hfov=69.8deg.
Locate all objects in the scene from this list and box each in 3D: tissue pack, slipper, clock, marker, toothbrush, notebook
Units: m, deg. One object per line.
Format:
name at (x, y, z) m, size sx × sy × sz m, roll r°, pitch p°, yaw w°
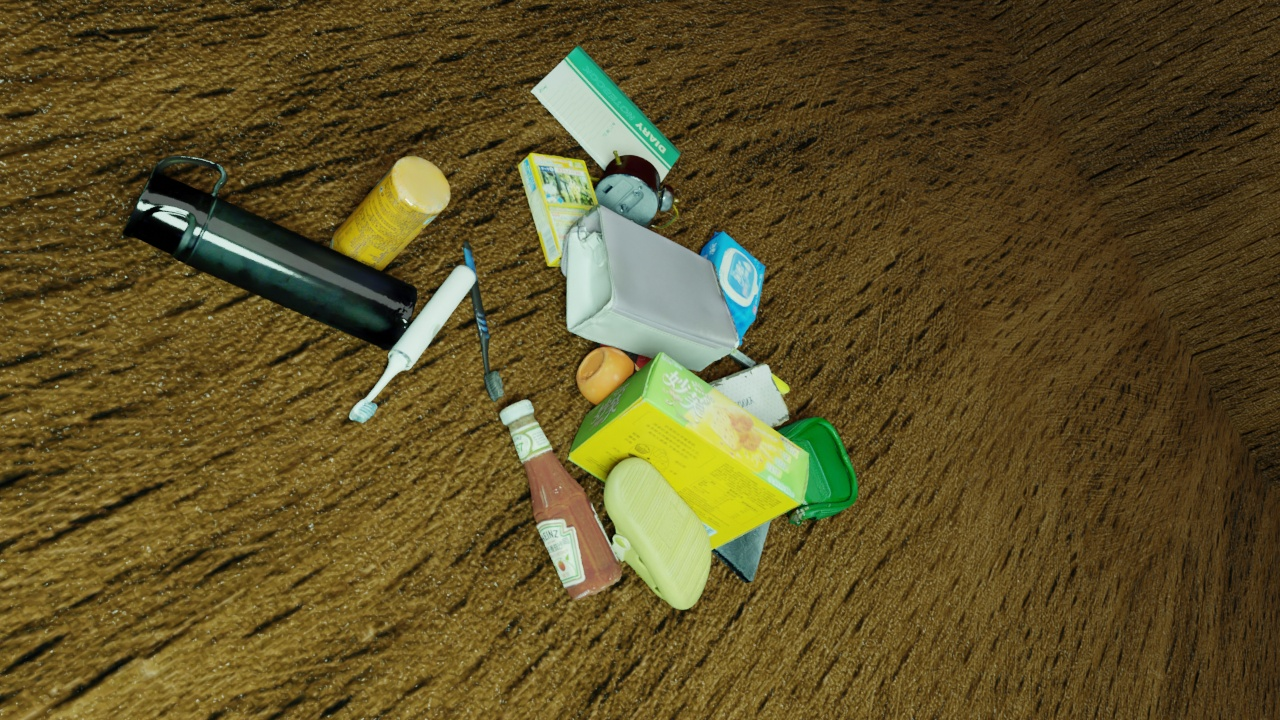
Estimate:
tissue pack at (0.120, -0.101, 1.249) m, size 0.095 × 0.052 × 0.156 m, roll 37°, pitch 48°, yaw -22°
slipper at (0.007, 0.180, 0.972) m, size 0.091 × 0.082 × 0.190 m, roll -53°, pitch 124°, yaw -36°
clock at (-0.006, -0.209, 1.173) m, size 0.122 × 0.082 × 0.055 m, roll 35°, pitch 42°, yaw -21°
marker at (0.154, 0.011, 1.251) m, size 0.124 × 0.015 × 0.018 m, roll 34°, pitch 48°, yaw -21°
toothbrush at (-0.170, -0.045, 0.982) m, size 0.014 × 0.016 × 0.189 m, roll 9°, pitch 61°, yaw -48°
toothbrush at (-0.224, -0.019, 0.908) m, size 0.026 × 0.027 × 0.220 m, roll 14°, pitch 47°, yaw 14°
notebook at (-0.042, -0.321, 1.250) m, size 0.209 × 0.012 × 0.150 m, roll 44°, pitch 45°, yaw -15°

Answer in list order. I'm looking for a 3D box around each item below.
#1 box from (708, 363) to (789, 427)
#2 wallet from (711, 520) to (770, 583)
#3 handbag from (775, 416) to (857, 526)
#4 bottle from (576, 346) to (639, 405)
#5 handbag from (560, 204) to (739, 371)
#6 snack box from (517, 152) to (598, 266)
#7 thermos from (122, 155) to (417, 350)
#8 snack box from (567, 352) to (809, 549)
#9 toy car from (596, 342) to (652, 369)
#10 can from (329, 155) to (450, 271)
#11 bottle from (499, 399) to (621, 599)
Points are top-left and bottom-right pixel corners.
box at (0.115, 0.062, 1.155) m, size 0.183 × 0.060 × 0.089 m, roll -14°, pitch 79°, yaw -48°
wallet at (0.117, 0.195, 1.110) m, size 0.097 × 0.019 × 0.120 m, roll 44°, pitch 44°, yaw -17°
handbag at (0.214, 0.144, 1.193) m, size 0.120 × 0.068 × 0.131 m, roll -15°, pitch 79°, yaw -45°
bottle at (-0.005, 0.045, 1.055) m, size 0.149 × 0.067 × 0.066 m, roll 39°, pitch 47°, yaw -30°
handbag at (0.008, -0.080, 1.078) m, size 0.196 × 0.099 × 0.144 m, roll 18°, pitch 57°, yaw -38°
snack box at (-0.090, -0.181, 1.116) m, size 0.086 × 0.034 × 0.140 m, roll -4°, pitch 73°, yaw -44°
thermos at (-0.319, -0.096, 0.822) m, size 0.242 × 0.068 × 0.090 m, roll 27°, pitch 87°, yaw -30°
snack box at (0.052, 0.103, 0.984) m, size 0.210 × 0.158 × 0.069 m, roll 35°, pitch 46°, yaw -15°
toy car at (-0.006, 0.006, 1.093) m, size 0.106 × 0.031 × 0.049 m, roll 37°, pitch 47°, yaw -20°
can at (-0.239, -0.132, 0.868) m, size 0.058 × 0.146 × 0.058 m, roll 21°, pitch 55°, yaw -34°
bottle at (-0.086, 0.138, 0.929) m, size 0.059 × 0.060 × 0.206 m, roll -20°, pitch 82°, yaw -46°
